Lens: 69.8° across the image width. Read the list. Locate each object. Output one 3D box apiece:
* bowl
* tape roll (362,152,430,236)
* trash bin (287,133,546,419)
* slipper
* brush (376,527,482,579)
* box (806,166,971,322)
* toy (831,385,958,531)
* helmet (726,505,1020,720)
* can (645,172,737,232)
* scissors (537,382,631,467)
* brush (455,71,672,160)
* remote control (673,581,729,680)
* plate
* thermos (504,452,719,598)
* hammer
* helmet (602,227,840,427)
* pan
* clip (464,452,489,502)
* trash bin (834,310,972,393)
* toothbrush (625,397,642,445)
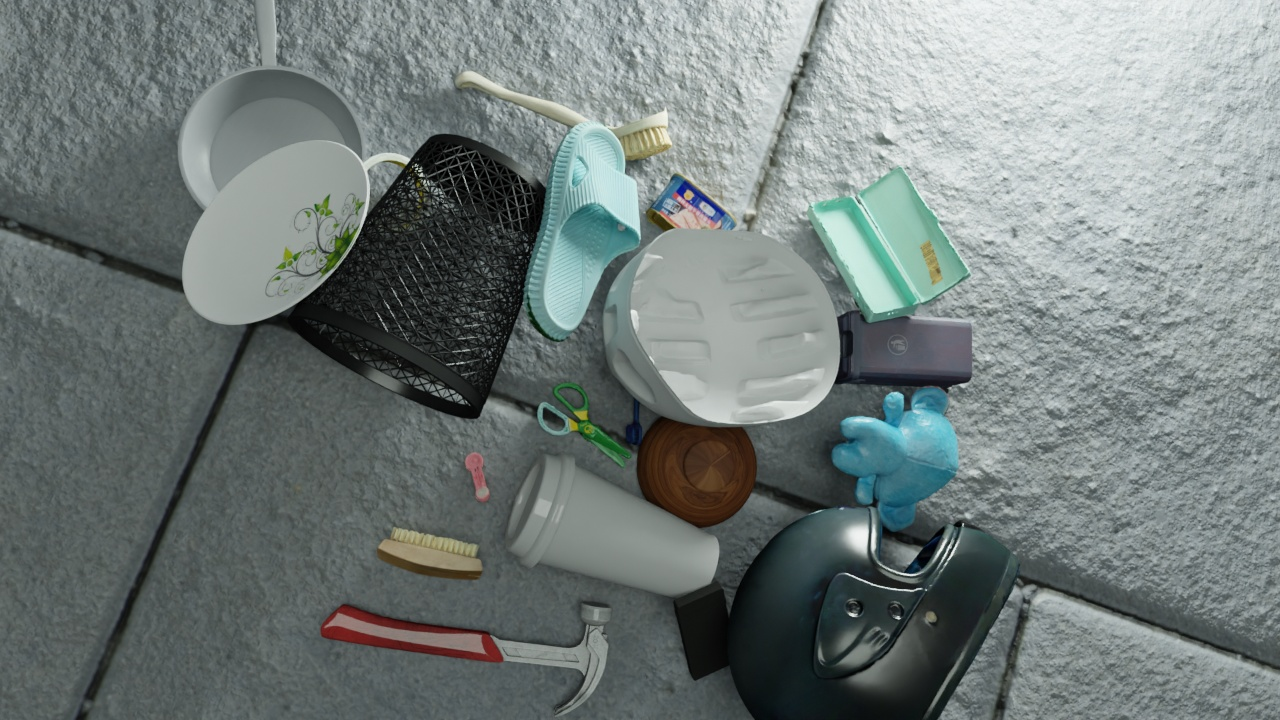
[{"bbox_3d":[0.073,0.124,1.077,0.147,0.069,0.147,1,83,-10],"label":"bowl"},{"bbox_3d":[-0.288,-0.190,1.055,0.093,0.019,0.094,-3,96,-36],"label":"tape roll"},{"bbox_3d":[-0.217,-0.095,0.989,0.217,0.217,0.242,27,73,-6],"label":"trash bin"},{"bbox_3d":[-0.056,-0.147,0.990,0.116,0.070,0.275,41,54,-45],"label":"slipper"},{"bbox_3d":[-0.233,0.216,1.024,0.117,0.049,0.039,12,63,-9],"label":"brush"},{"bbox_3d":[0.299,-0.141,1.117,0.138,0.057,0.186,-20,59,1],"label":"box"},{"bbox_3d":[0.294,0.109,1.100,0.180,0.115,0.183,13,97,-26],"label":"toy"},{"bbox_3d":[0.231,0.275,1.000,0.236,0.249,0.315,34,77,16],"label":"helmet"},{"bbox_3d":[0.060,-0.173,1.118,0.100,0.054,0.059,39,81,-3],"label":"can"},{"bbox_3d":[-0.066,0.087,1.086,0.071,0.014,0.130,-44,91,-12],"label":"scissors"},{"bbox_3d":[-0.091,-0.300,1.110,0.272,0.062,0.077,15,77,-4],"label":"brush"},{"bbox_3d":[0.074,0.309,1.044,0.058,0.013,0.133,-20,126,-12],"label":"remote control"},{"bbox_3d":[-0.376,-0.131,0.963,0.230,0.030,0.229,-10,60,17],"label":"plate"},{"bbox_3d":[-0.028,0.196,1.030,0.221,0.132,0.131,24,80,-14],"label":"thermos"},{"bbox_3d":[-0.195,0.319,1.027,0.315,0.036,0.126,10,84,-8],"label":"hammer"},{"bbox_3d":[0.095,-0.035,1.040,0.282,0.184,0.224,-5,83,-13],"label":"helmet"},{"bbox_3d":[-0.422,-0.312,1.049,0.200,0.051,0.356,-4,84,-11],"label":"pan"},{"bbox_3d":[-0.186,0.135,1.048,0.023,0.044,0.060,-13,99,-15],"label":"clip"},{"bbox_3d":[0.314,-0.011,1.128,0.161,0.092,0.093,3,83,-6],"label":"trash bin"},{"bbox_3d":[-0.007,0.006,1.101,0.017,0.016,0.190,11,78,-54],"label":"toothbrush"}]
